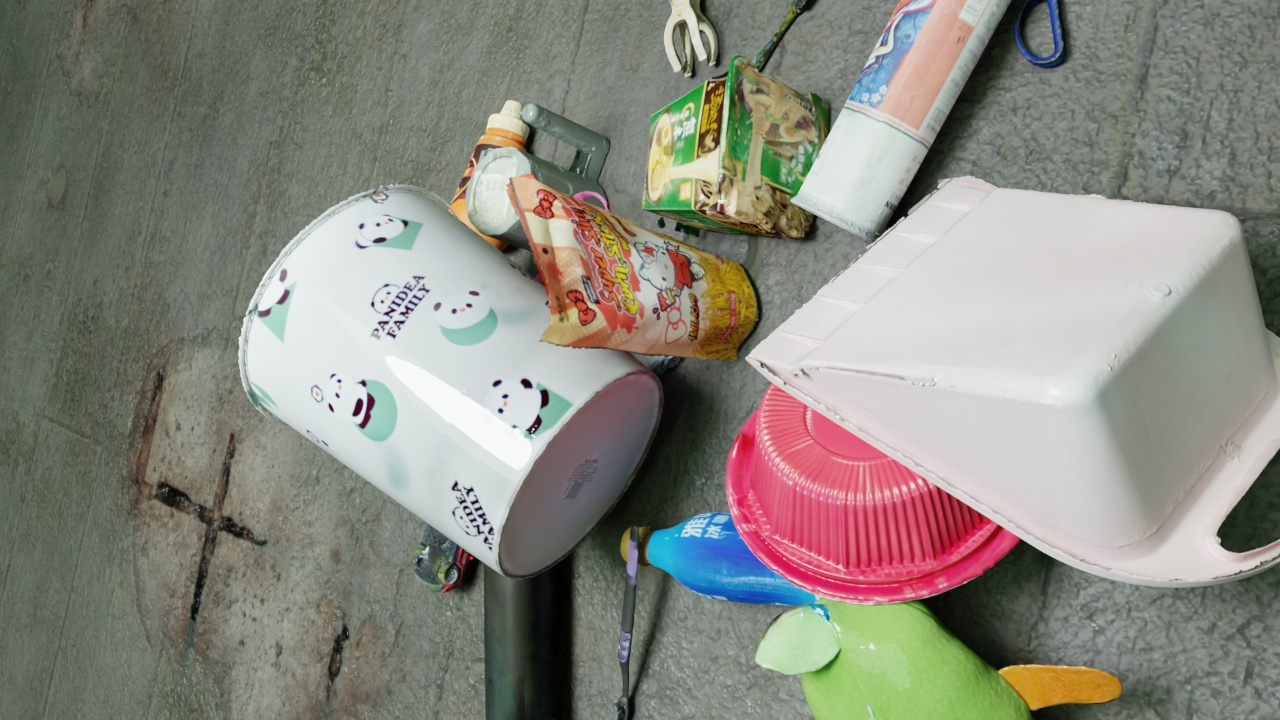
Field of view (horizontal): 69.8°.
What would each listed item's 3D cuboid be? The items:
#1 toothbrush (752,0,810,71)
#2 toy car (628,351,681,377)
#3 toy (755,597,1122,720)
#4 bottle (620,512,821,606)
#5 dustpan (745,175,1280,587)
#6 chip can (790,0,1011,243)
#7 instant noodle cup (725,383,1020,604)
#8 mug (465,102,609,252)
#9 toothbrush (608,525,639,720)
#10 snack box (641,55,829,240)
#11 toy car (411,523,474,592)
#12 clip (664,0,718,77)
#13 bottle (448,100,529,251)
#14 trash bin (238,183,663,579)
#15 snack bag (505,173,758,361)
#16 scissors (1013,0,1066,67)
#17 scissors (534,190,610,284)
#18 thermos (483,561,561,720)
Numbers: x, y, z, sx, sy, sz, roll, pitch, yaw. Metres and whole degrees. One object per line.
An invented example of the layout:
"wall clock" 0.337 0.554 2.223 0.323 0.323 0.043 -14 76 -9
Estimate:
"toothbrush" 0.084 -0.228 0.757 0.012 0.017 0.186 36 107 -4
"toy car" -0.005 0.005 0.775 0.091 0.034 0.043 -46 56 20
"toy" 0.181 0.234 0.551 0.228 0.089 0.246 -35 88 27
"bottle" 0.081 0.146 0.671 0.219 0.065 0.065 -2 81 37
"dustpan" 0.235 0.010 0.535 0.222 0.139 0.274 -38 27 -18
"chip can" 0.187 -0.191 0.636 0.071 0.071 0.215 37 107 34
"instant noodle cup" 0.144 0.052 0.575 0.194 0.066 0.193 -9 43 9
"mug" -0.085 -0.156 0.815 0.084 0.103 0.124 25 98 36
"toothbrush" -0.013 0.216 0.723 0.014 0.016 0.189 20 113 42
"snack box" 0.065 -0.154 0.708 0.106 0.118 0.117 2 84 46
"toy car" -0.174 0.158 0.865 0.053 0.045 0.120 18 88 39
"clip" 0.040 -0.296 0.787 0.035 0.070 0.100 -16 80 34
"bottle" -0.141 -0.181 0.889 0.067 0.066 0.149 9 81 37
"trash bin" -0.135 0.021 0.714 0.252 0.229 0.230 33 102 23
"snack bag" -0.004 -0.058 0.675 0.073 0.207 0.128 -30 63 35
"scissors" 0.286 -0.278 0.622 0.176 0.012 0.162 17 92 39
"scissors" -0.029 -0.086 0.785 0.133 0.017 0.134 -4 97 8
"thermos" -0.099 0.231 0.775 0.068 0.090 0.242 -2 79 -4
